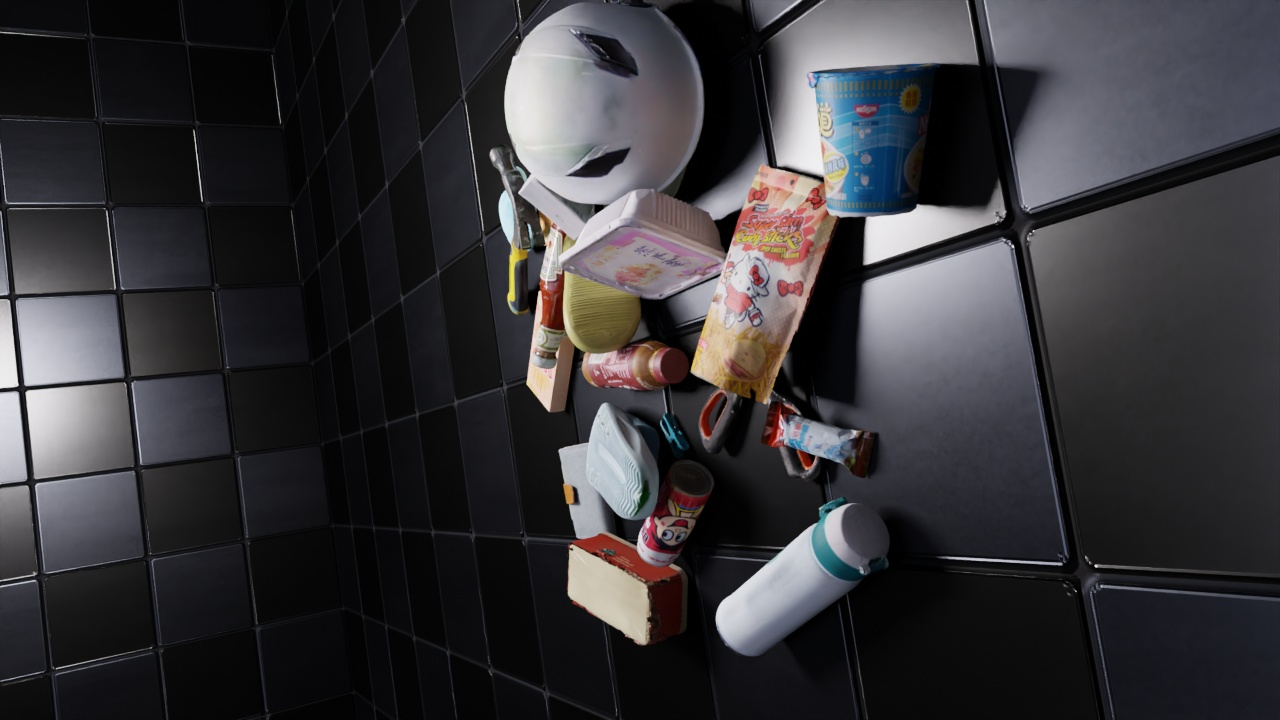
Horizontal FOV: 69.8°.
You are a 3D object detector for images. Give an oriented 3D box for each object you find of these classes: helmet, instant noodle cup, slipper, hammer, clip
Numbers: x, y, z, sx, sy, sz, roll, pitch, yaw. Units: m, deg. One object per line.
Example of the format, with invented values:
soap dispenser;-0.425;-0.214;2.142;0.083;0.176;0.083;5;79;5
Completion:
helmet;-0.061;-0.276;0.987;0.259;0.145;0.229;31;122;53
instant noodle cup;0.181;-0.172;0.716;0.099;0.099;0.110;26;126;55
slipper;-0.049;-0.080;1.119;0.082;0.091;0.190;87;176;-58
instant noodle cup;0.005;-0.127;0.988;0.174;0.138;0.060;-21;55;58
hammer;-0.167;-0.148;1.255;0.324;0.032;0.126;105;144;-65
clip;0.039;0.087;1.068;0.057;0.014;0.046;60;144;32
slipper;-0.011;0.119;1.095;0.245;0.074;0.104;-139;57;-71

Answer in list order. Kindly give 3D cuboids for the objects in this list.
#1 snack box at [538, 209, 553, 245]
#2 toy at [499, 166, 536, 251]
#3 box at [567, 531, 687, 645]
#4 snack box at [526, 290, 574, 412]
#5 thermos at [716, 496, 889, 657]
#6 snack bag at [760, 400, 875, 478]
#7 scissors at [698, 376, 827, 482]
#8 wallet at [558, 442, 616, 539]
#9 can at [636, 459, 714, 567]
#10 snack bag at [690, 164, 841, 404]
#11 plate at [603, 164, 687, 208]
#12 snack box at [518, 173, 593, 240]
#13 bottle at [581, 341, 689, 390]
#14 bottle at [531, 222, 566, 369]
snack box;-0.118;-0.242;1.259;0.077;0.027;0.155;-20;78;59
toy;-0.173;-0.210;1.324;0.161;0.049;0.157;-118;23;-43
box;-0.026;0.281;1.128;0.168;0.077;0.091;14;107;49
snack box;-0.127;-0.013;1.316;0.084;0.026;0.157;43;131;47
thermos;0.148;0.204;0.856;0.225;0.073;0.073;-57;48;46
snack bag;0.160;0.071;0.832;0.104;0.026;0.048;21;112;35
scissors;0.118;0.027;0.915;0.220;0.021;0.231;58;139;36
wallet;-0.076;0.179;1.256;0.107;0.037;0.129;-18;81;57
can;0.038;0.177;1.048;0.053;0.053;0.133;57;140;37
snack bag;0.116;-0.072;0.856;0.128;0.073;0.208;34;110;53
plate;-0.013;-0.275;1.078;0.230;0.027;0.230;17;110;56
snack box;-0.099;-0.199;1.117;0.027;0.084;0.156;-47;14;15
bottle;-0.006;0.006;1.087;0.175;0.057;0.057;0;95;59
bottle;-0.107;-0.088;1.212;0.060;0.059;0.206;39;119;50
